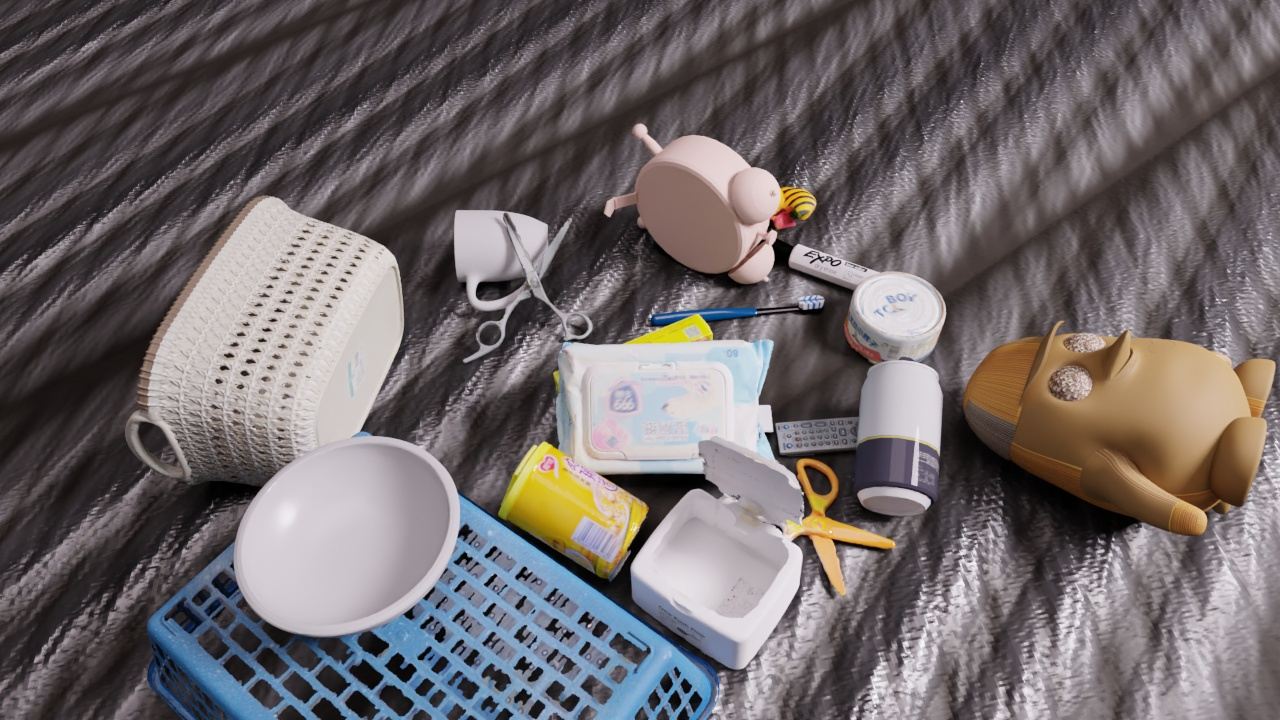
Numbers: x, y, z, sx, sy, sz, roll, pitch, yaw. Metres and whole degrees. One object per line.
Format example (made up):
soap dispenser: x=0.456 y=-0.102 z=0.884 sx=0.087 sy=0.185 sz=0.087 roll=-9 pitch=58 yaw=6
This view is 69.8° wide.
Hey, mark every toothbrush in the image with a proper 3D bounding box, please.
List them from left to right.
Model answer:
toothbrush: x=0.093 y=-0.047 z=0.885 sx=0.168 sy=0.014 sz=0.014 roll=-5 pitch=39 yaw=-1

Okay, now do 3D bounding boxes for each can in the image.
can: x=-0.051 y=0.116 z=0.707 sx=0.105 sy=0.068 sz=0.067 roll=31 pitch=57 yaw=3
can: x=0.235 y=-0.039 z=0.850 sx=0.086 sy=0.043 sz=0.086 roll=-1 pitch=51 yaw=1
can: x=0.209 y=0.057 z=0.742 sx=0.064 sy=0.064 sz=0.127 roll=7 pitch=65 yaw=9

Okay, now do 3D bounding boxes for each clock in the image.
clock: x=0.055 y=-0.143 z=0.889 sx=0.160 sy=0.131 sz=0.086 roll=24 pitch=56 yaw=20

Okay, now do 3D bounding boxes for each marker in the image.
marker: x=0.175 y=-0.096 z=0.912 sx=0.126 sy=0.025 sz=0.025 roll=23 pitch=56 yaw=21

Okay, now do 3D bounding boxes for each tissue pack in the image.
tissue pack: x=0.021 y=0.039 z=0.756 sx=0.182 sy=0.070 sz=0.112 roll=-1 pitch=90 yaw=4

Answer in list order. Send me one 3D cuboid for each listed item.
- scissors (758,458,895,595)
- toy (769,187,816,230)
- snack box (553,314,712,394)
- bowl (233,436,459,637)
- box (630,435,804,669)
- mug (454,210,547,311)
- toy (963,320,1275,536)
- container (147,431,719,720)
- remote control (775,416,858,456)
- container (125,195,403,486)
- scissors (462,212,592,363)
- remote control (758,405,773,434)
scissors: x=0.135 y=0.133 z=0.735 sx=0.127 sy=0.011 sz=0.125 roll=-11 pitch=49 yaw=-4
toy: x=0.131 y=-0.168 z=0.962 sx=0.103 sy=0.046 sz=0.084 roll=12 pitch=29 yaw=1
snack box: x=-0.005 y=0.005 z=0.831 sx=0.147 sy=0.040 sz=0.029 roll=-23 pitch=53 yaw=-14
bowl: x=-0.194 y=0.124 z=0.626 sx=0.149 sy=0.043 sz=0.149 roll=-2 pitch=50 yaw=2
box: x=0.065 y=0.128 z=0.665 sx=0.109 sy=0.137 sz=0.125 roll=30 pitch=59 yaw=22
mug: x=-0.137 y=-0.098 z=0.912 sx=0.089 sy=0.071 sz=0.107 roll=-1 pitch=67 yaw=-6
toy: x=0.361 y=0.037 z=0.716 sx=0.204 sy=0.163 sz=0.198 roll=15 pitch=45 yaw=29
container: x=-0.157 y=0.208 z=0.642 sx=0.362 sy=0.089 sz=0.256 roll=29 pitch=58 yaw=24
remote control: x=0.186 y=0.063 z=0.787 sx=0.136 sy=0.013 sz=0.033 roll=-3 pitch=51 yaw=1
container: x=-0.302 y=-0.009 z=0.779 sx=0.143 sy=0.185 sz=0.245 roll=13 pitch=52 yaw=2
scissors: x=-0.112 y=-0.063 z=0.877 sx=0.173 sy=0.014 sz=0.141 roll=-43 pitch=90 yaw=-7
remote control: x=0.053 y=0.054 z=0.805 sx=0.124 sy=0.012 sz=0.028 roll=-2 pitch=51 yaw=2
